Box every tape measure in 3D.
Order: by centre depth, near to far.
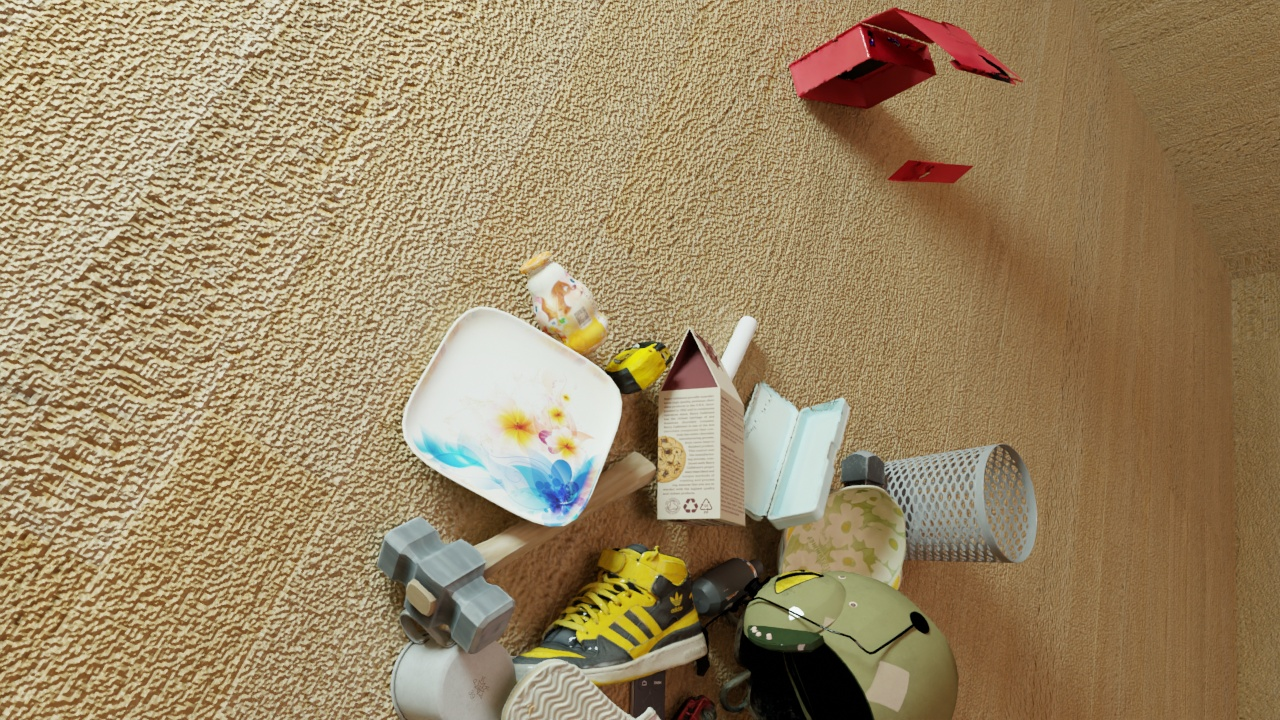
[{"bbox_3d":[-0.006,0.006,0.983,0.064,0.066,0.037,-41,110,-19],"label":"tape measure"}]

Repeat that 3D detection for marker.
[{"bbox_3d":[0.113,0.001,1.132,0.132,0.023,0.027,-61,143,-34],"label":"marker"}]

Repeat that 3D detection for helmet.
[{"bbox_3d":[0.191,0.330,0.948,0.232,0.256,0.250,-15,91,-41],"label":"helmet"}]

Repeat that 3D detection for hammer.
[{"bbox_3d":[-0.087,0.152,0.858,0.117,0.051,0.321,36,31,22],"label":"hammer"},{"bbox_3d":[0.204,0.163,1.176,0.321,0.043,0.155,20,67,-38],"label":"hammer"}]

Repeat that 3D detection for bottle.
[{"bbox_3d":[-0.079,-0.056,0.927,0.063,0.063,0.109,-45,112,-41],"label":"bottle"},{"bbox_3d":[0.101,0.253,1.042,0.112,0.047,0.047,-15,91,-45],"label":"bottle"}]

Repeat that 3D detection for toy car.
[{"bbox_3d":[0.047,0.391,0.959,0.036,0.042,0.091,37,44,3],"label":"toy car"}]

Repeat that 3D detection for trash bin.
[{"bbox_3d":[0.428,0.204,1.280,0.156,0.184,0.156,13,71,-42],"label":"trash bin"}]

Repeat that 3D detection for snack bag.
[{"bbox_3d":[0.069,0.075,1.013,0.094,0.070,0.206,33,55,-64],"label":"snack bag"}]

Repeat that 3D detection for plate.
[{"bbox_3d":[-0.115,0.051,0.855,0.187,0.016,0.186,31,51,-12],"label":"plate"}]

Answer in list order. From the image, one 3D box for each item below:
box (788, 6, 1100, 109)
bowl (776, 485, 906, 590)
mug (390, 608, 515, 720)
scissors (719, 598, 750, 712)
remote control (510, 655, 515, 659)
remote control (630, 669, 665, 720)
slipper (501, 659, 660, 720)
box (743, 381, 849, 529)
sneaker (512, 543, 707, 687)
[{"bbox_3d":[0.420,-0.437,1.298,0.210,0.379,0.124,-9,103,-46],"label":"box"},{"bbox_3d":[0.239,0.234,1.141,0.188,0.060,0.219,-49,118,-5],"label":"bowl"},{"bbox_3d":[-0.161,0.257,0.766,0.084,0.071,0.113,-33,106,-44],"label":"mug"},{"bbox_3d":[0.138,0.342,1.082,0.169,0.013,0.157,-33,104,-44],"label":"scissors"},{"bbox_3d":[-0.128,0.335,0.822,0.050,0.011,0.135,23,64,-39],"label":"remote control"},{"bbox_3d":[0.009,0.319,0.963,0.045,0.008,0.146,16,70,-42],"label":"remote control"},{"bbox_3d":[-0.020,0.351,0.795,0.263,0.052,0.114,49,68,-21],"label":"slipper"},{"bbox_3d":[0.176,0.106,1.099,0.122,0.078,0.196,27,44,1],"label":"box"},{"bbox_3d":[-0.033,0.241,0.877,0.238,0.086,0.122,5,71,-46],"label":"sneaker"}]
